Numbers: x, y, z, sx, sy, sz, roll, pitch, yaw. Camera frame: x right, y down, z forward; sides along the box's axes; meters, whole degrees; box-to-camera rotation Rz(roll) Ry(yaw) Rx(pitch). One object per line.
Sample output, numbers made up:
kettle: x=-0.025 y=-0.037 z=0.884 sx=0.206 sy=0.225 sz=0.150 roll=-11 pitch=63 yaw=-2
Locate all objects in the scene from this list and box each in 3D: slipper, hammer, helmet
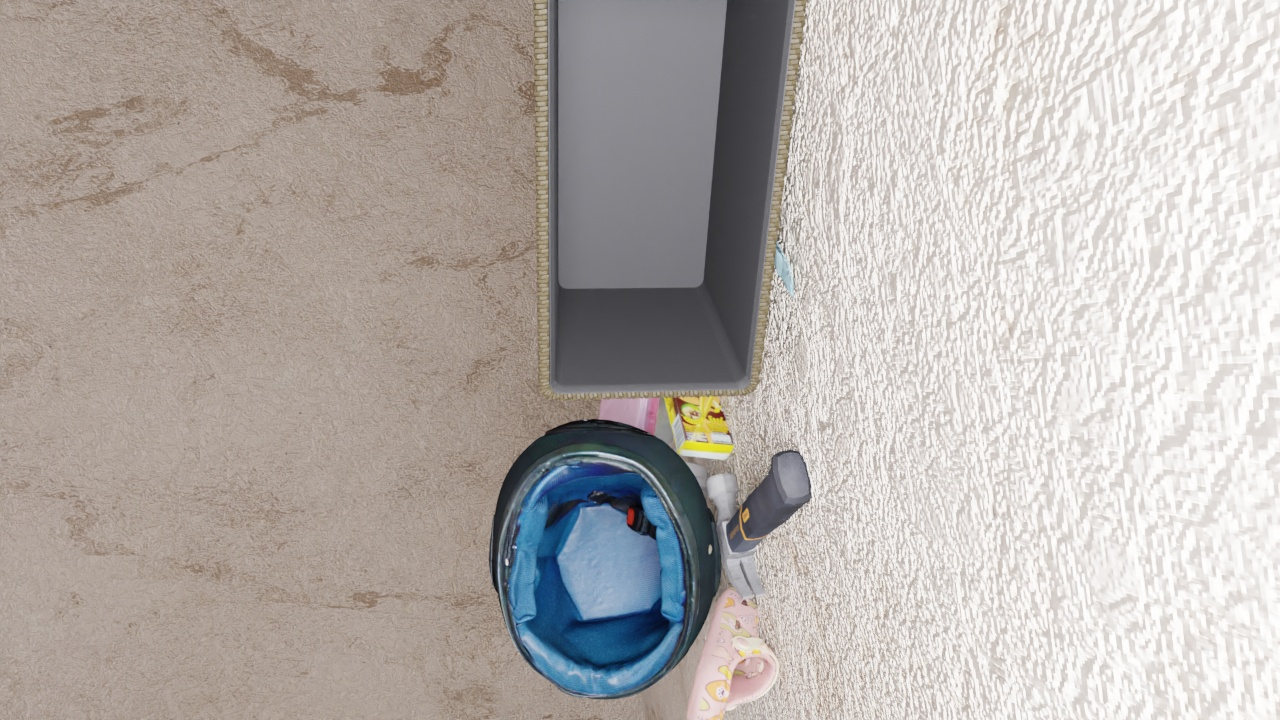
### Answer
slipper: x=0.101 y=0.303 z=0.928 sx=0.197 sy=0.081 sz=0.093 roll=-42 pitch=-35 yaw=-70
hammer: x=0.110 y=0.142 z=0.872 sx=0.313 sy=0.035 sz=0.139 roll=100 pitch=160 yaw=-68
helmet: x=-0.039 y=0.184 z=0.985 sx=0.235 sy=0.249 sz=0.317 roll=-79 pitch=-13 yaw=-67

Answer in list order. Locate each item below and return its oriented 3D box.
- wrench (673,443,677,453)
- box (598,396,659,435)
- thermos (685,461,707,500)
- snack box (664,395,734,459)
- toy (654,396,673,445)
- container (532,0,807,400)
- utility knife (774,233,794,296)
wrench: x=0.038 y=0.196 z=1.320 sx=0.047 sy=0.009 sz=0.273 roll=-66 pitch=-13 yaw=-84
box: x=-0.006 y=0.007 z=1.149 sx=0.098 sy=0.037 sz=0.233 roll=7 pitch=90 yaw=50
thermos: x=0.024 y=0.244 z=1.158 sx=0.132 sy=0.131 sz=0.221 roll=105 pitch=169 yaw=-74
snack box: x=0.060 y=0.048 z=1.061 sx=0.148 sy=0.061 sz=0.026 roll=-103 pitch=30 yaw=-44
toy: x=0.007 y=0.102 z=1.322 sx=0.138 sy=0.101 sz=0.180 roll=-104 pitch=5 yaw=-60
container: x=0.003 y=-0.158 z=0.737 sx=0.204 sy=0.176 sz=0.322 roll=-103 pitch=14 yaw=-60
utility knife: x=0.096 y=-0.117 z=0.755 sx=0.212 sy=0.020 sz=0.029 roll=-103 pitch=8 yaw=-51
